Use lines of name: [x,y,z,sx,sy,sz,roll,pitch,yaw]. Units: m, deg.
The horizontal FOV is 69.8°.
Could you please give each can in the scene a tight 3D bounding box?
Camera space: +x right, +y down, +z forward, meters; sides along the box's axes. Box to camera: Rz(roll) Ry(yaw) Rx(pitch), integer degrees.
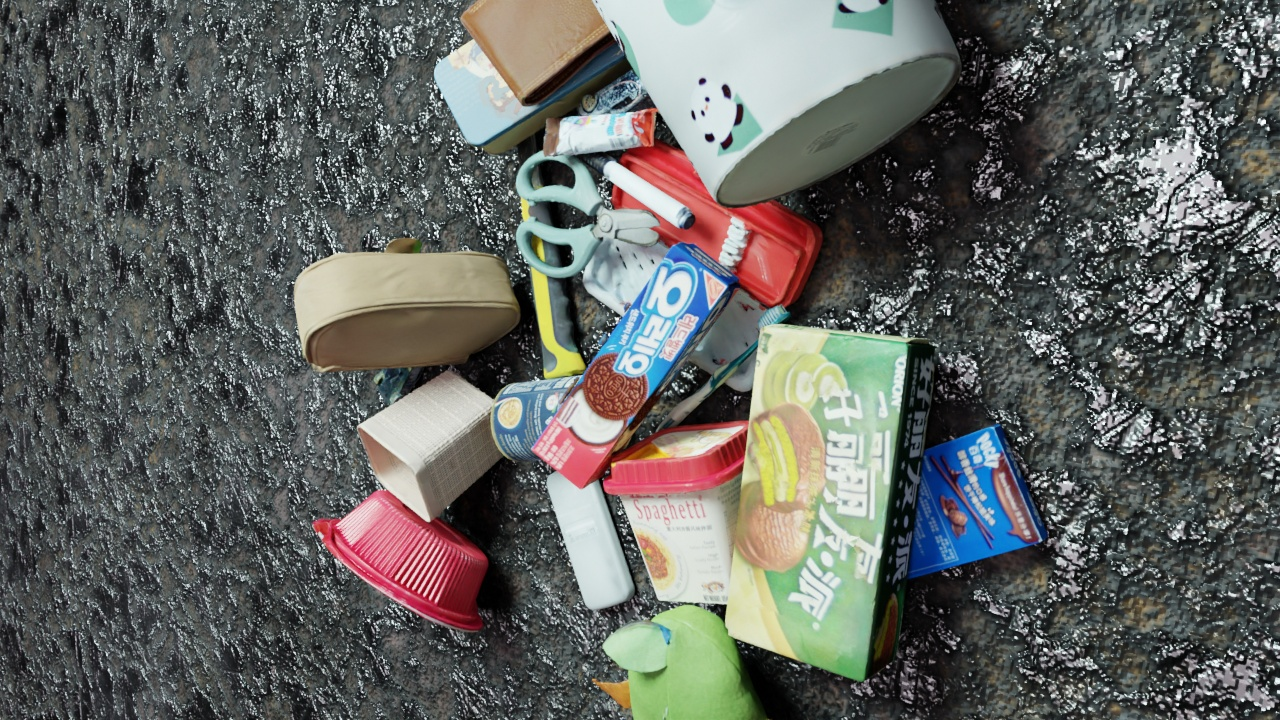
can: [-0.071,0.053,0.839,0.111,0.075,0.075,-7,88,35]

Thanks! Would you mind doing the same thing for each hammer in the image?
hammer: [-0.100,-0.142,0.877,0.126,0.031,0.323,-11,86,35]

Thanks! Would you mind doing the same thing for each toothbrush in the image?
toothbrush: [0.062,0.013,0.756,0.192,0.016,0.018,-47,64,43]

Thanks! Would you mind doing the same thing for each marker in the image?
marker: [-0.003,-0.147,0.766,0.131,0.018,0.023,38,113,31]

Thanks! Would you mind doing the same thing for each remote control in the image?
remote control: [-0.047,0.164,0.862,0.056,0.020,0.136,-27,78,34]

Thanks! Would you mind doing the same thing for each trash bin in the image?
trash bin: [0.079,-0.261,0.635,0.230,0.229,0.252,-31,80,32]

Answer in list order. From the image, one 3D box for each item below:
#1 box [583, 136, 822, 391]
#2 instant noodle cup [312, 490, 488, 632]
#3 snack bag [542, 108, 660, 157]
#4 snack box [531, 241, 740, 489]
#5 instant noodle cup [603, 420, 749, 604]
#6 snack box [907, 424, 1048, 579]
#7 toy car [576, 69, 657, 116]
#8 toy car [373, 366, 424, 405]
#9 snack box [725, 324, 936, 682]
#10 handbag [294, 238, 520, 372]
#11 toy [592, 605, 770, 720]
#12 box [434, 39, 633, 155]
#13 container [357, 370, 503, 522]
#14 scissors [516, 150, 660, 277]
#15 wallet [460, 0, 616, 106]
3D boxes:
box: [0.045,-0.084,0.776,0.201,0.037,0.158,35,121,28]
instant noodle cup: [-0.223,0.189,0.910,0.194,0.194,0.066,30,83,31]
snack bag: [-0.031,-0.192,0.774,0.105,0.026,0.045,-3,64,14]
snack box: [-0.004,0.004,0.732,0.058,0.057,0.208,38,104,10]
instant noodle cup: [0.048,0.123,0.744,0.117,0.116,0.124,-8,99,35]
snack box: [0.205,0.113,0.675,0.158,0.026,0.084,-27,77,34]
toy car: [-0.008,-0.227,0.796,0.106,0.048,0.031,-21,78,35]
toy car: [-0.257,0.009,0.995,0.043,0.034,0.091,42,117,23]
snack box: [0.137,0.097,0.668,0.115,0.063,0.240,10,95,36]
handbag: [-0.223,-0.050,0.868,0.148,0.204,0.099,-42,59,48]
toy: [0.052,0.300,0.742,0.227,0.089,0.247,3,116,30]
box: [-0.085,-0.262,0.809,0.184,0.059,0.090,-31,86,14]
container: [-0.197,0.079,0.897,0.090,0.110,0.090,30,144,31]
scissors: [-0.049,-0.110,0.804,0.180,0.019,0.139,26,115,33]
wallet: [-0.077,-0.285,0.763,0.125,0.032,0.101,-36,82,11]
